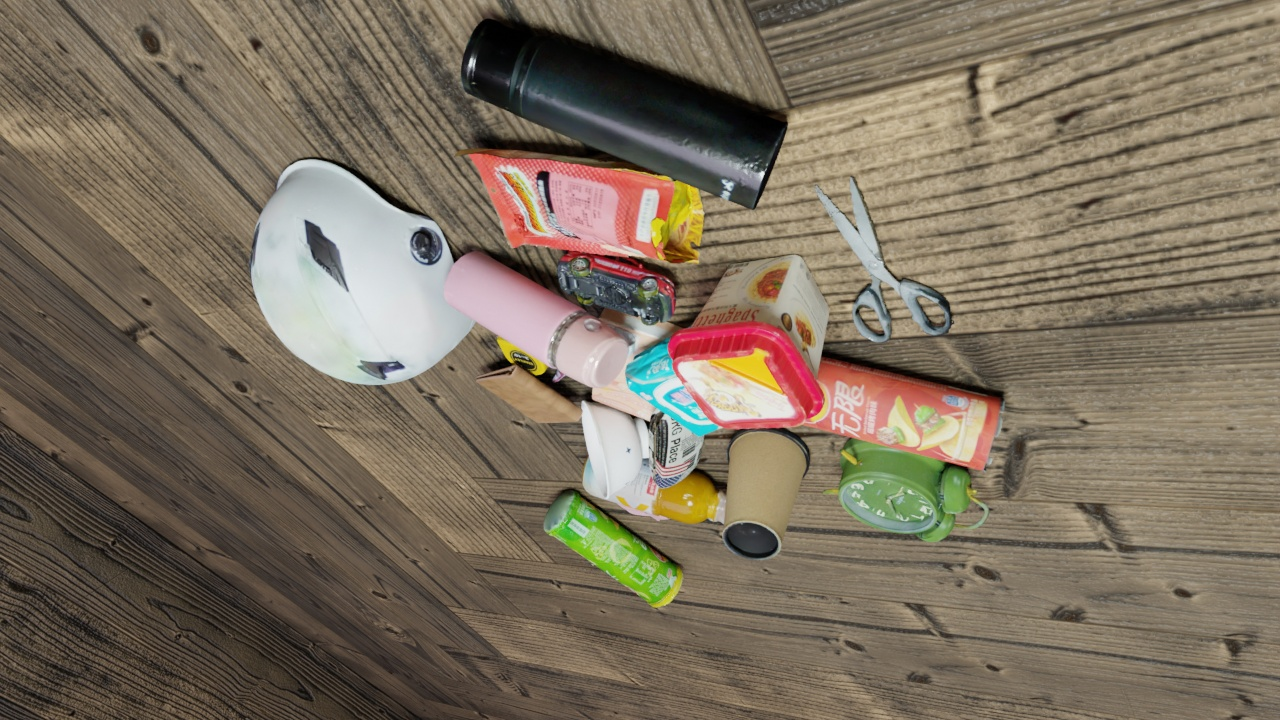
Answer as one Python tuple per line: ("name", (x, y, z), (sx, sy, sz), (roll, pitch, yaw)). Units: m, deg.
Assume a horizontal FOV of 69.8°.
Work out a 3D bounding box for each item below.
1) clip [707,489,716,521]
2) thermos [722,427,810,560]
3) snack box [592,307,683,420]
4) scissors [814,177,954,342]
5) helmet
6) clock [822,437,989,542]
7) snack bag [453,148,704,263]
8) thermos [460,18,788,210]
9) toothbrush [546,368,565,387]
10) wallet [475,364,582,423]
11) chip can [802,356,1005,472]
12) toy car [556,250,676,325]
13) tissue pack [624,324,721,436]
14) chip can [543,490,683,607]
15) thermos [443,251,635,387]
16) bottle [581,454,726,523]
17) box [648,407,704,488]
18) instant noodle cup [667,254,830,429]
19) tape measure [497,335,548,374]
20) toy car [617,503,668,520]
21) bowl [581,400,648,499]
("clip", (0.095, 0.187, 1.172), (0.026, 0.038, 0.058), (18, 148, 7))
("thermos", (0.130, 0.139, 0.985), (0.093, 0.142, 0.093), (10, 133, 10))
("snack box", (-0.006, 0.006, 0.985), (0.084, 0.026, 0.158), (20, 146, 8))
("scissors", (0.192, -0.074, 0.760), (0.165, 0.014, 0.163), (26, 145, 1))
("helmet", (-0.316, -0.069, 0.981), (0.229, 0.145, 0.259), (1, 139, 32))
("clock", (0.277, 0.134, 0.948), (0.161, 0.056, 0.116), (18, 147, 11))
("snack bag", (-0.052, -0.133, 0.801), (0.208, 0.073, 0.129), (12, 152, 27))
("thermos", (-0.012, -0.189, 0.704), (0.242, 0.068, 0.090), (23, 179, 8))
("toothbrush", (-0.091, 0.009, 1.057), (0.017, 0.016, 0.188), (42, 145, -7))
("wallet", (-0.135, 0.043, 1.093), (0.101, 0.020, 0.115), (36, 156, -23))
("chip can", (0.218, 0.042, 0.849), (0.217, 0.073, 0.073), (13, 144, 16))
("toy car", (-0.020, -0.074, 0.870), (0.120, 0.045, 0.053), (21, 148, 18))
("tissue pack", (0.060, 0.025, 0.918), (0.093, 0.050, 0.133), (-27, 134, 37))
("chip can", (-0.041, 0.273, 1.329), (0.221, 0.072, 0.073), (39, 144, -19))
("thermos", (-0.097, -0.044, 0.910), (0.199, 0.087, 0.067), (28, 127, 27))
("bottle", (0.023, 0.157, 1.135), (0.190, 0.067, 0.068), (15, 145, 16))
("box", (0.039, 0.088, 1.039), (0.068, 0.051, 0.164), (-14, 142, -13))
("instant noodle cup", (0.103, -0.019, 0.793), (0.117, 0.124, 0.116), (-6, 136, 37))
("tape measure", (-0.127, -0.011, 1.040), (0.060, 0.028, 0.057), (15, 146, 27))
("toy car", (0.013, 0.187, 1.211), (0.123, 0.037, 0.056), (-6, 133, 40))
("bowl", (-0.024, 0.097, 1.075), (0.064, 0.118, 0.118), (-12, 146, -12))
